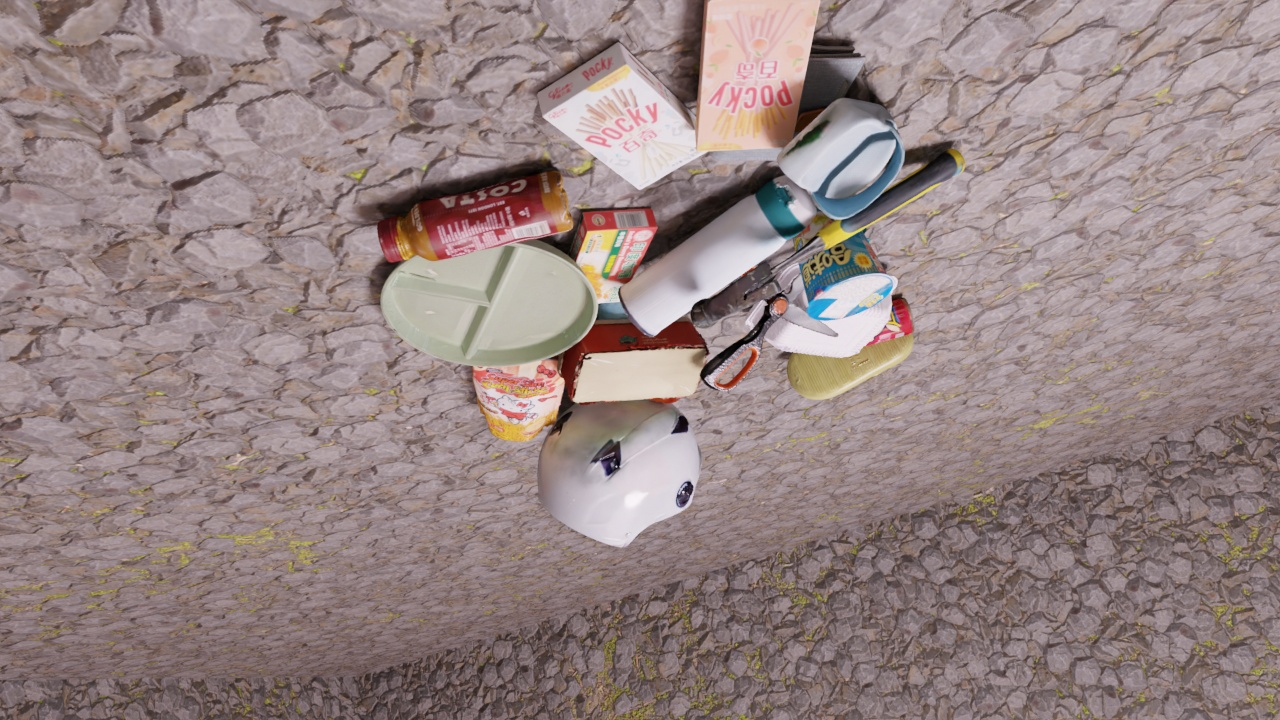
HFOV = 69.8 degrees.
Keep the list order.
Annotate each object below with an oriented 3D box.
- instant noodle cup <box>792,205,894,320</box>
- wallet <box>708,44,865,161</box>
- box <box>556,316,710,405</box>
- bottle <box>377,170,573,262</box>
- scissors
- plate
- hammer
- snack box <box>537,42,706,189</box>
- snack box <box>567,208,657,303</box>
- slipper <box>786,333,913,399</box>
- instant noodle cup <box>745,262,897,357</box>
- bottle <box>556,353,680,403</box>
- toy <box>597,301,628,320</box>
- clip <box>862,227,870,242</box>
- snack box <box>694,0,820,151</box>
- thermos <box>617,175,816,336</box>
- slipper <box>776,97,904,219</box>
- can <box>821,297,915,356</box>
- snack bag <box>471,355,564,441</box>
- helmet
[{"bbox_3d":[0.215,-0.115,1.016,0.099,0.109,0.099,-12,157,-6],"label":"instant noodle cup"},{"bbox_3d":[0.130,-0.223,0.815,0.106,0.037,0.130,-3,153,-19],"label":"wallet"},{"bbox_3d":[-0.006,0.006,1.103,0.168,0.077,0.091,-3,131,-23],"label":"box"},{"bbox_3d":[-0.152,-0.129,0.849,0.175,0.057,0.057,-13,157,-1],"label":"bottle"},{"bbox_3d":[0.142,-0.067,1.079,0.230,0.021,0.221,-45,119,1],"label":"scissors"},{"bbox_3d":[-0.160,-0.063,0.985,0.230,0.027,0.231,-3,149,-2],"label":"plate"},{"bbox_3d":[0.199,-0.128,0.926,0.322,0.032,0.126,-32,-177,-14],"label":"hammer"},{"bbox_3d":[-0.009,-0.206,0.794,0.085,0.026,0.156,-25,155,24],"label":"snack box"},{"bbox_3d":[-0.041,-0.109,0.994,0.077,0.027,0.156,-7,156,-19],"label":"snack box"},{"bbox_3d":[0.316,0.001,1.367,0.191,0.091,0.081,-25,157,17],"label":"slipper"},{"bbox_3d":[0.239,-0.058,1.181,0.173,0.060,0.138,5,142,-26],"label":"instant noodle cup"},{"bbox_3d":[-0.028,0.018,1.252,0.205,0.059,0.060,12,146,-37],"label":"bottle"},{"bbox_3d":[0.001,-0.033,1.163,0.156,0.049,0.162,3,141,-25],"label":"toy"},{"bbox_3d":[0.254,-0.139,1.097,0.014,0.046,0.057,-2,155,-28],"label":"clip"},{"bbox_3d":[0.089,-0.232,0.732,0.084,0.026,0.157,-4,149,-2],"label":"snack box"},{"bbox_3d":[0.083,-0.112,0.978,0.225,0.073,0.073,-34,151,22],"label":"thermos"},{"bbox_3d":[0.192,-0.178,0.831,0.104,0.074,0.245,-41,170,21],"label":"slipper"},{"bbox_3d":[0.314,-0.046,1.298,0.133,0.053,0.053,-16,157,5],"label":"can"},{"bbox_3d":[-0.162,0.037,1.206,0.128,0.073,0.208,12,153,-2],"label":"snack bag"},{"bbox_3d":[-0.033,0.123,1.320,0.258,0.229,0.146,-34,136,-28],"label":"helmet"}]
